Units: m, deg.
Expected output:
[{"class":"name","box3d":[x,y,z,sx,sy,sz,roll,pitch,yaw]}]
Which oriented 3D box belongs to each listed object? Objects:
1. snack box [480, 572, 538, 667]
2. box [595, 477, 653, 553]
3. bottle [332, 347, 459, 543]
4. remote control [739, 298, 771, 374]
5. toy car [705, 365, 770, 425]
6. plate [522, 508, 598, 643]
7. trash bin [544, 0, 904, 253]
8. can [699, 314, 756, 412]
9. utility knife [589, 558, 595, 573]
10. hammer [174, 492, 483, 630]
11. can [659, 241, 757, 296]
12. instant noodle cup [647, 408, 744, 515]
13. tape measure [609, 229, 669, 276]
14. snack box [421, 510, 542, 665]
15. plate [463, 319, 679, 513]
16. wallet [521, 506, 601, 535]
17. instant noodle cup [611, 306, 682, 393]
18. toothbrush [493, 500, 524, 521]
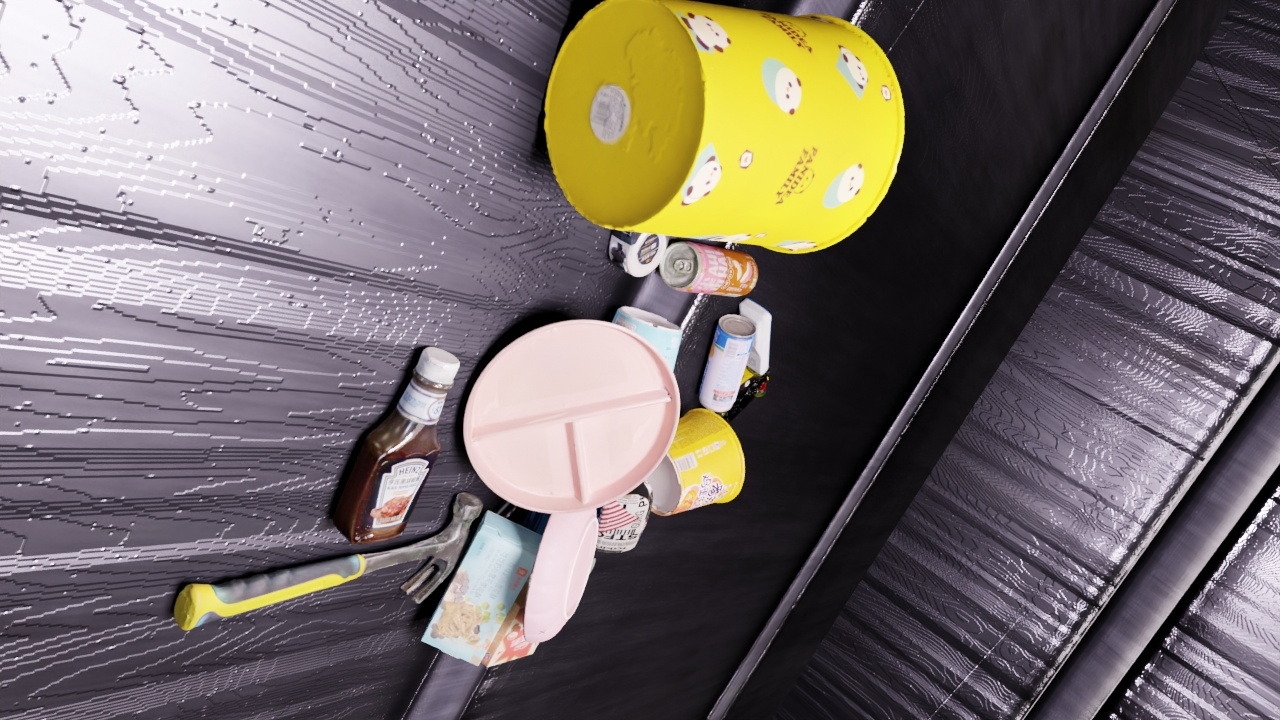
[{"class":"snack box","box3d":[-0.167,0.317,1.154,0.092,0.077,0.094,9,113,-59]},{"class":"box","box3d":[-0.022,0.198,1.243,0.163,0.076,0.087,102,-9,-51]},{"class":"bottle","box3d":[-0.222,0.080,0.859,0.079,0.044,0.195,2,118,-58]},{"class":"remote control","box3d":[0.160,-0.033,1.302,0.024,0.049,0.125,-38,147,-23]},{"class":"toy car","box3d":[0.140,0.053,1.369,0.155,0.041,0.071,-45,150,-20]},{"class":"plate","box3d":[-0.086,0.237,1.069,0.192,0.039,0.192,15,89,-81]},{"class":"trash bin","box3d":[0.069,-0.207,0.818,0.254,0.229,0.230,-9,128,-46]},{"class":"can","box3d":[0.119,0.005,1.276,0.053,0.053,0.135,-26,140,-41]},{"class":"utility knife","box3d":[-0.126,0.336,1.298,0.167,0.018,0.031,-38,143,-31]},{"class":"hammer","box3d":[-0.293,0.209,0.900,0.322,0.032,0.126,-3,122,-55]},{"class":"can","box3d":[0.084,-0.108,1.099,0.147,0.058,0.058,-1,121,-56]},{"class":"instant noodle cup","box3d":[0.058,0.146,1.263,0.109,0.138,0.138,-17,134,-38]},{"class":"tape measure","box3d":[-0.002,-0.124,0.980,0.065,0.033,0.066,-20,134,-44]},{"class":"snack box","box3d":[-0.181,0.262,1.053,0.175,0.074,0.051,-61,-174,20]},{"class":"plate","box3d":[-0.071,0.059,0.965,0.229,0.028,0.230,-7,117,-13]},{"class":"wallet","box3d":[-0.090,0.184,1.173,0.133,0.040,0.106,11,107,-59]},{"class":"instant noodle cup","box3d":[-0.006,0.006,1.048,0.111,0.111,0.120,3,111,-57]},{"class":"toothbrush","box3d":[-0.105,0.126,1.097,0.212,0.027,0.026,-46,118,-15]}]
